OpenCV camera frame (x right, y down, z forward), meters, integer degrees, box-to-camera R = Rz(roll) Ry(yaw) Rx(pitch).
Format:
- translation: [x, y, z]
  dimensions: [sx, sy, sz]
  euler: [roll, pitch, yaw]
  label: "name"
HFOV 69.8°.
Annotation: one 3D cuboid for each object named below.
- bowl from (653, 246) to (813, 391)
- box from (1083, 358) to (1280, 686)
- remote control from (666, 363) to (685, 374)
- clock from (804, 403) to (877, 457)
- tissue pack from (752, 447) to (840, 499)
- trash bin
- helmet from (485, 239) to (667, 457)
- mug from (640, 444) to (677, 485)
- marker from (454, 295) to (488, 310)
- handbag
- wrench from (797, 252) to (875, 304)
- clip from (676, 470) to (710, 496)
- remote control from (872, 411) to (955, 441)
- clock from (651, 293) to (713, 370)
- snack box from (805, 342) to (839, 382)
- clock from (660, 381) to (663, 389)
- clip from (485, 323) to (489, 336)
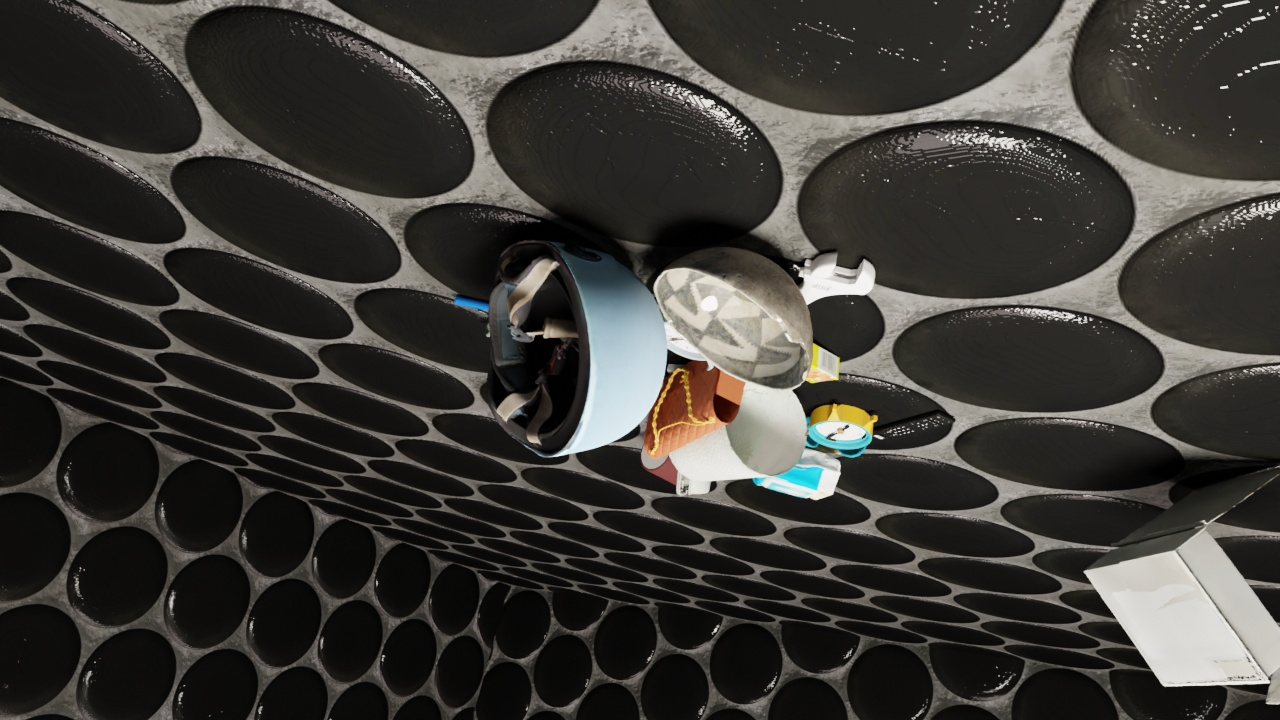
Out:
- translation: [0.106, -0.055, 0.926]
  dimensions: [0.178, 0.081, 0.179]
  euler: [32, 157, 15]
  label: "bowl"
- translation: [0.695, 0.194, 1.120]
  dimensions: [0.172, 0.379, 0.168]
  euler: [31, 158, 1]
  label: "box"
- translation: [0.081, 0.039, 1.275]
  dimensions: [0.050, 0.011, 0.136]
  euler: [4, 156, 24]
  label: "remote control"
- translation: [0.272, 0.098, 1.266]
  dimensions: [0.099, 0.043, 0.130]
  euler: [15, 151, -4]
  label: "clock"
- translation: [0.230, 0.164, 1.373]
  dimensions: [0.117, 0.066, 0.209]
  euler: [16, 170, 6]
  label: "tissue pack"
- translation: [0.121, 0.100, 1.234]
  dimensions: [0.133, 0.133, 0.162]
  euler: [24, 155, -23]
  label: "trash bin"
- translation: [-0.061, -0.015, 0.963]
  dimensions: [0.166, 0.226, 0.266]
  euler: [-1, -163, -24]
  label: "helmet"
- translation: [0.065, 0.159, 1.488]
  dimensions: [0.082, 0.073, 0.106]
  euler: [31, 156, -37]
  label: "mug"
- translation: [-0.169, -0.064, 1.175]
  dimensions: [0.142, 0.013, 0.013]
  euler: [12, 158, 3]
  label: "marker"
- translation: [0.063, 0.054, 1.168]
  dimensions: [0.060, 0.108, 0.172]
  euler: [26, 150, -18]
  label: "handbag"
- translation: [0.154, -0.058, 0.993]
  dimensions: [0.066, 0.018, 0.274]
  euler: [21, 158, -18]
  label: "wrench"
- translation: [0.091, 0.134, 1.372]
  dimensions: [0.075, 0.124, 0.144]
  euler: [7, -178, 27]
  label: "clip"
- translation: [0.361, 0.089, 1.232]
  dimensions: [0.030, 0.009, 0.140]
  euler: [22, 156, -20]
  label: "remote control"
- translation: [0.053, -0.041, 1.047]
  dimensions: [0.119, 0.042, 0.095]
  euler: [31, 154, -17]
  label: "clock"
- translation: [0.174, -0.009, 1.056]
  dimensions: [0.040, 0.028, 0.148]
  euler: [-9, 157, 42]
  label: "snack box"
- translation: [-0.007, 0.007, 1.137]
  dimensions: [0.056, 0.103, 0.148]
  euler: [13, 166, 30]
  label: "clock"
- translation: [-0.183, -0.043, 1.206]
  dimensions: [0.045, 0.023, 0.076]
  euler: [18, 167, -21]
  label: "clip"
